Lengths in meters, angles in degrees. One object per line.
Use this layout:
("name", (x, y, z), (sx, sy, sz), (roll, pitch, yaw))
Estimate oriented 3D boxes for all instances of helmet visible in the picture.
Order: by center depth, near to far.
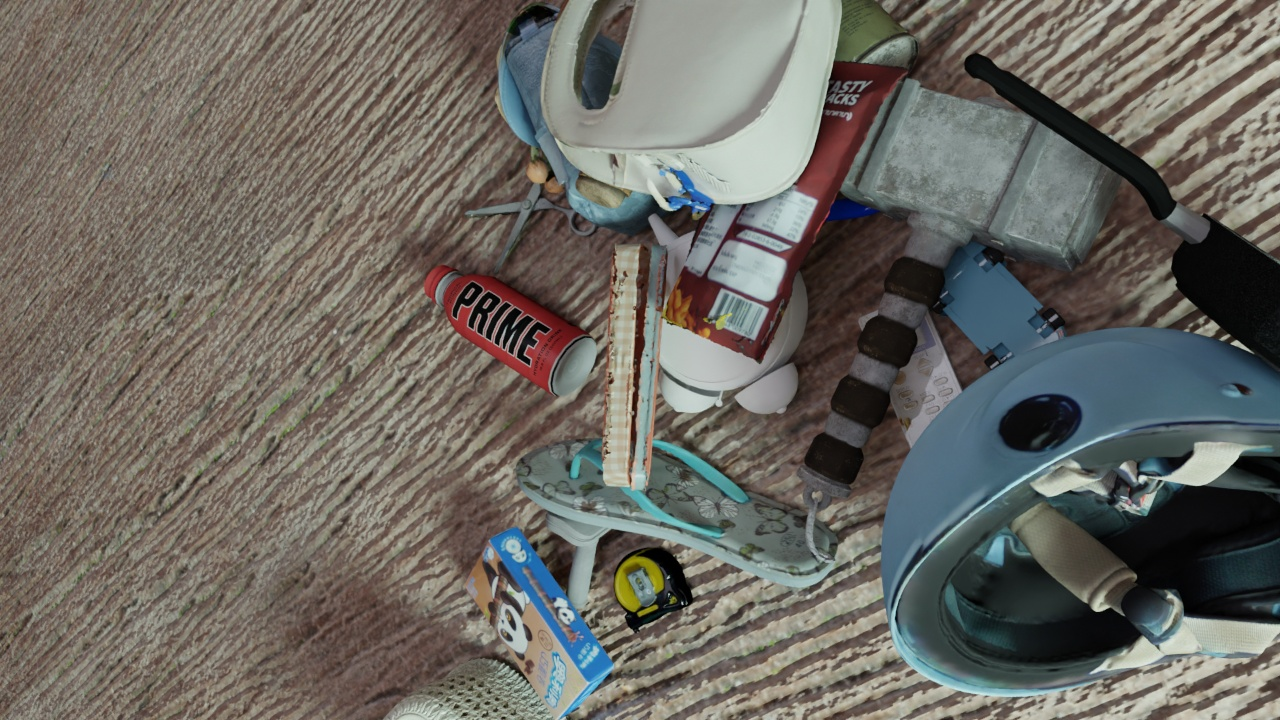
("helmet", (0.261, 0.088, 0.545), (0.266, 0.225, 0.166), (-25, 33, 8))

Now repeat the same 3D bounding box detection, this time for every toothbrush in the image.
("toothbrush", (0.194, -0.119, 0.682), (0.183, 0.018, 0.016), (-2, 76, 28))

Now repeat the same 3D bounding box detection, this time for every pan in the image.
("pan", (0.314, -0.048, 0.489), (0.355, 0.203, 0.044), (36, 116, 5))

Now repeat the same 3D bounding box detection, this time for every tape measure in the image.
("tape measure", (0.006, 0.189, 0.771), (0.062, 0.034, 0.061), (-34, 72, 23))

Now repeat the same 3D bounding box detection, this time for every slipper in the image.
("slipper", (0.027, 0.099, 0.728), (0.269, 0.098, 0.055), (15, 123, 19))

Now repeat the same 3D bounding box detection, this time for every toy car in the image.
("toy car", (0.250, -0.033, 0.644), (0.060, 0.027, 0.107), (-43, 63, 16))

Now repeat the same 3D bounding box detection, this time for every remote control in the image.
("remote control", (0.209, 0.021, 0.677), (0.050, 0.011, 0.135), (-25, 78, 26))

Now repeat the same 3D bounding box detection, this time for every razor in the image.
("razor", (-0.048, 0.165, 0.788), (0.047, 0.088, 0.116), (26, 121, 26))

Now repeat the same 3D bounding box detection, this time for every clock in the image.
("clock", (0.069, -0.039, 0.728), (0.125, 0.072, 0.161), (-1, 96, 28))

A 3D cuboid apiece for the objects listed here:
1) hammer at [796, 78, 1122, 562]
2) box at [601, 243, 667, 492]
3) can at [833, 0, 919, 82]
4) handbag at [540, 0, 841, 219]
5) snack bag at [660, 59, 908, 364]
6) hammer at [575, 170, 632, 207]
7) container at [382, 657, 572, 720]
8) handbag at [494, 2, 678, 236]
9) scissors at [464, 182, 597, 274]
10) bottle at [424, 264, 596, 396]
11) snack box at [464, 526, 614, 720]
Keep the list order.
("hammer", (0.172, -0.021, 0.627), (0.177, 0.079, 0.326), (27, 97, 31))
("box", (-0.009, 0.004, 0.683), (0.059, 0.056, 0.186), (-10, 74, 60))
("can", (0.143, -0.223, 0.670), (0.090, 0.089, 0.074), (-44, 70, 21))
("handbag", (0.028, -0.199, 0.618), (0.200, 0.093, 0.200), (10, 78, 29))
("snack bag", (0.083, -0.109, 0.627), (0.139, 0.066, 0.208), (26, 99, 53))
("hammer", (0.049, -0.249, 0.685), (0.121, 0.049, 0.318), (27, 79, 22))
("container", (-0.133, 0.385, 0.783), (0.246, 0.142, 0.184), (36, 92, 24))
("handbag", (-0.050, -0.191, 0.761), (0.119, 0.121, 0.192), (-26, 82, 24))
("scissors", (-0.095, -0.157, 0.841), (0.142, 0.014, 0.175), (19, 97, 24))
("bottle", (-0.124, -0.035, 0.828), (0.177, 0.062, 0.062), (31, 104, 25))
("snack box", (-0.092, 0.230, 0.806), (0.151, 0.034, 0.087), (51, 137, 19))
